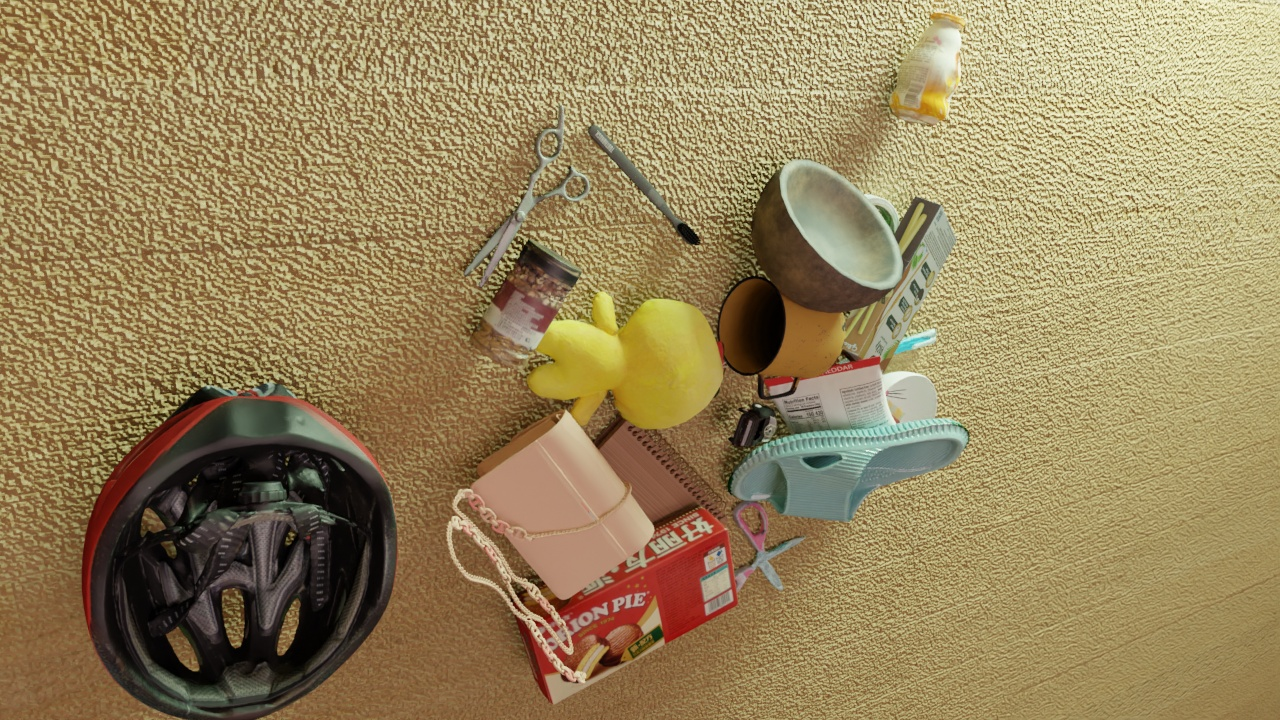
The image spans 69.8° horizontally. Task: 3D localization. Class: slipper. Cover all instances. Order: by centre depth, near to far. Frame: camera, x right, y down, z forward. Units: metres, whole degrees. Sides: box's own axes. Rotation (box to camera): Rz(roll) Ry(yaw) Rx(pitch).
[{"bbox_3d":[0.235,0.125,1.025,0.276,0.069,0.116,-10,139,2],"label":"slipper"}]

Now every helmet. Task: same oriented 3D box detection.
[{"bbox_3d":[-0.305,0.149,0.707,0.217,0.167,0.272,0,110,-32],"label":"helmet"}]

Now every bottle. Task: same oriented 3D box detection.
[{"bbox_3d":[-0.102,-0.049,0.813,0.056,0.056,0.105,26,100,-37],"label":"bottle"},{"bbox_3d":[0.303,-0.303,0.957,0.063,0.063,0.109,8,105,-34],"label":"bottle"}]

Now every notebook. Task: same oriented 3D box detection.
[{"bbox_3d":[-0.008,0.171,0.992,0.169,0.022,0.210,-47,127,-6],"label":"notebook"}]

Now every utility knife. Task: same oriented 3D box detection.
[{"bbox_3d":[0.300,-0.014,1.108,0.148,0.015,0.022,-14,139,-26],"label":"utility knife"}]

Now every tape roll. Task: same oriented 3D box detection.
[{"bbox_3d":[0.248,-0.137,1.021,0.093,0.018,0.094,-12,116,-27],"label":"tape roll"}]

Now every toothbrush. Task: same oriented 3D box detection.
[{"bbox_3d":[0.006,-0.162,0.864,0.013,0.013,0.167,-50,125,-4],"label":"toothbrush"},{"bbox_3d":[0.232,0.014,1.041,0.184,0.015,0.015,37,88,-15],"label":"toothbrush"}]

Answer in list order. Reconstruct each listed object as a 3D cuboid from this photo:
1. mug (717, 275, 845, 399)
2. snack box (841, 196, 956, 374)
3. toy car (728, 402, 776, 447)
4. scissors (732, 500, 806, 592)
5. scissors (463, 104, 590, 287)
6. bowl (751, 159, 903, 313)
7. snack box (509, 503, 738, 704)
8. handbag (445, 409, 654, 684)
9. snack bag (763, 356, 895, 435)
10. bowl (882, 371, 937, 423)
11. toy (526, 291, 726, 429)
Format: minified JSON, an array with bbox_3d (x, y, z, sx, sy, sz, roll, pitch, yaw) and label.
[{"bbox_3d":[0.147,-0.020,0.953,0.094,0.101,0.123,5,87,-35],"label":"mug"},{"bbox_3d":[0.289,-0.079,1.034,0.186,0.032,0.101,-61,148,0],"label":"snack box"},{"bbox_3d":[0.126,0.073,1.007,0.092,0.037,0.040,-7,117,-66],"label":"toy car"},{"bbox_3d":[0.130,0.246,1.118,0.174,0.013,0.170,-42,129,-12],"label":"scissors"},{"bbox_3d":[-0.105,-0.143,0.802,0.159,0.014,0.121,-32,125,-20],"label":"scissors"},{"bbox_3d":[0.178,-0.116,0.913,0.162,0.162,0.070,10,142,-35],"label":"bowl"},{"bbox_3d":[-0.013,0.256,0.977,0.236,0.060,0.113,-23,122,-20],"label":"snack box"},{"bbox_3d":[-0.062,0.162,0.828,0.117,0.187,0.199,-33,107,8],"label":"handbag"},{"bbox_3d":[0.225,0.063,1.045,0.131,0.039,0.144,-13,128,22],"label":"snack bag"},{"bbox_3d":[0.302,0.062,1.120,0.114,0.050,0.115,-13,116,-27],"label":"bowl"},{"bbox_3d":[-0.005,0.005,0.884,0.207,0.092,0.134,6,109,-13],"label":"toy"}]
